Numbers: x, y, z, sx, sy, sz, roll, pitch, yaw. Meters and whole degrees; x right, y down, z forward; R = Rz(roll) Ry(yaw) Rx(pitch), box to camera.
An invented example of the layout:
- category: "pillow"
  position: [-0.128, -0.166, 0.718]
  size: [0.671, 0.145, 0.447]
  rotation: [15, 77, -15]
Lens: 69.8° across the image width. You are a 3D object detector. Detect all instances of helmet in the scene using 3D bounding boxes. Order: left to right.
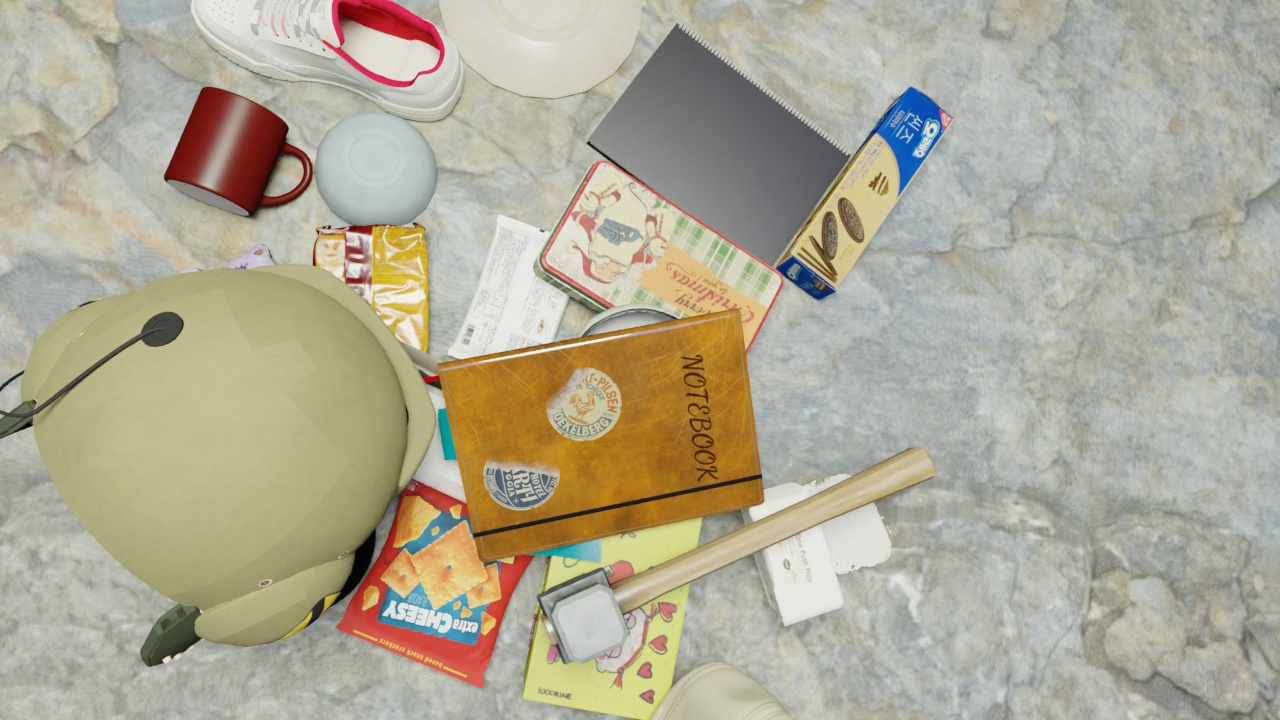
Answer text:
- category: "helmet"
  position: [-0.263, 0.051, 0.613]
  size: [0.232, 0.256, 0.250]
  rotation: [-37, 91, -5]

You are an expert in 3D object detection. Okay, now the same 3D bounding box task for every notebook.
- category: "notebook"
  position: [-0.032, 0.068, 0.717]
  size: [0.249, 0.014, 0.178]
  rotation: [-11, 104, -6]
- category: "notebook"
  position: [0.077, -0.200, 0.863]
  size: [0.206, 0.016, 0.149]
  rotation: [36, 81, -3]

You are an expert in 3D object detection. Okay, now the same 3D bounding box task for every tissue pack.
- category: "tissue pack"
  position: [-0.191, 0.041, 0.755]
  size: [0.181, 0.071, 0.104]
  rotation: [24, 108, -4]

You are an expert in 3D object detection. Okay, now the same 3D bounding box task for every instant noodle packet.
- category: "instant noodle packet"
  position: [-0.232, -0.052, 0.791]
  size: [0.098, 0.040, 0.135]
  rotation: [-1, 84, -7]
- category: "instant noodle packet"
  position: [-0.107, -0.054, 0.815]
  size: [0.087, 0.026, 0.134]
  rotation: [19, 82, -6]

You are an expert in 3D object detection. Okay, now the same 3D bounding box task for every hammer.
- category: "hammer"
  position: [0.078, 0.139, 0.698]
  size: [0.322, 0.117, 0.051]
  rotation: [-22, 85, -11]

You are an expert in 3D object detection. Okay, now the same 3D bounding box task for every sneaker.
- category: "sneaker"
  position: [-0.268, -0.283, 0.776]
  size: [0.236, 0.104, 0.090]
  rotation: [21, 81, -5]

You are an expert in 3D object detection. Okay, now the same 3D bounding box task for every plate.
- category: "plate"
  position: [-0.091, -0.338, 0.846]
  size: [0.188, 0.027, 0.188]
  rotation: [1, 84, -8]

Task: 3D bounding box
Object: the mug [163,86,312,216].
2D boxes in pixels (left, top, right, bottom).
- category: "mug"
  position: [-0.334, -0.168, 0.778]
  size: [0.105, 0.073, 0.082]
  rotation: [25, 80, -35]

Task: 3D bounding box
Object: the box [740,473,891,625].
- category: "box"
  position: [0.162, 0.153, 0.791]
  size: [0.130, 0.103, 0.110]
  rotation: [-15, 87, 0]

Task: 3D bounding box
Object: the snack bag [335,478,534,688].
- category: "snack bag"
  position: [-0.164, 0.183, 0.775]
  size: [0.131, 0.039, 0.144]
  rotation: [24, 81, -5]

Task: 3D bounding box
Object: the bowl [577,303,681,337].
- category: "bowl"
  position: [-0.004, 0.004, 0.755]
  size: [0.116, 0.065, 0.116]
  rotation: [-1, 108, -5]

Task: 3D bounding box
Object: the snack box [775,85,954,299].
- category: "snack box"
  position: [0.208, -0.157, 0.856]
  size: [0.057, 0.056, 0.206]
  rotation: [36, 80, -2]

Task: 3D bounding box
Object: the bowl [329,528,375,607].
- category: "bowl"
  position: [-0.278, 0.143, 0.756]
  size: [0.124, 0.052, 0.124]
  rotation: [1, 84, -8]

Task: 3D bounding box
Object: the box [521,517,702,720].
- category: "box"
  position: [-0.021, 0.176, 0.776]
  size: [0.124, 0.082, 0.221]
  rotation: [15, 83, -6]

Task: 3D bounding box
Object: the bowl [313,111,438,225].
- category: "bowl"
  position: [-0.231, -0.170, 0.799]
  size: [0.106, 0.039, 0.106]
  rotation: [1, 84, -12]

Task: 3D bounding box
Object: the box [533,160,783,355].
- category: "box"
  position: [0.017, -0.077, 0.810]
  size: [0.205, 0.050, 0.117]
  rotation: [33, 81, -13]

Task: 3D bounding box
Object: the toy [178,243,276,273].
- category: "toy"
  position: [-0.347, -0.056, 0.776]
  size: [0.099, 0.036, 0.080]
  rotation: [-40, 90, -9]

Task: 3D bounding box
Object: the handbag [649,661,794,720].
- category: "handbag"
  position: [0.066, 0.380, 0.722]
  size: [0.229, 0.132, 0.184]
  rotation: [-52, 133, -9]
